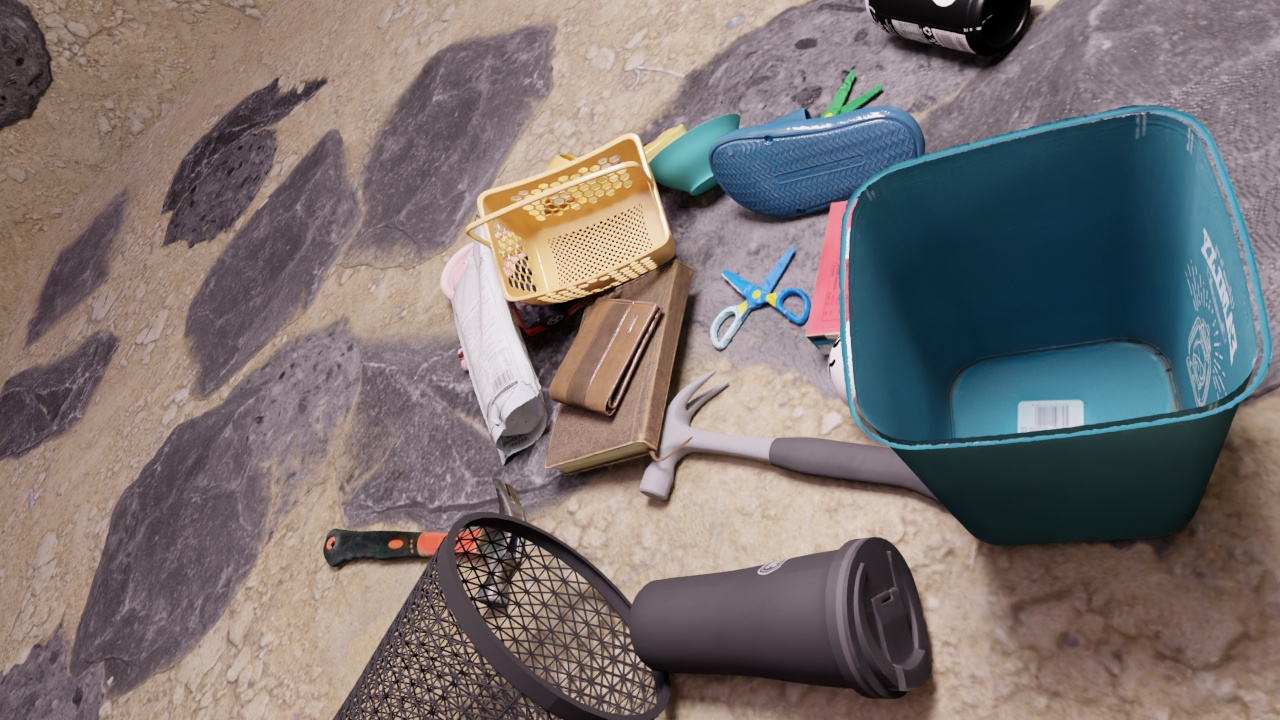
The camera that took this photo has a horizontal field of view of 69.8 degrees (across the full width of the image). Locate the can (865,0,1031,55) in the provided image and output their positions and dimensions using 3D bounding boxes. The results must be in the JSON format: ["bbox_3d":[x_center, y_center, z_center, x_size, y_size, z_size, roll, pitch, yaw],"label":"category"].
[{"bbox_3d":[0.294,-0.346,0.884,0.080,0.080,0.146,-51,42,1],"label":"can"}]

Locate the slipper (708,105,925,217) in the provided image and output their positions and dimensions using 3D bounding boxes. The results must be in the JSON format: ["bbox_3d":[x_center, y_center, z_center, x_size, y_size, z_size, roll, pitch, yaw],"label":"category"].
[{"bbox_3d":[0.169,-0.196,0.890,0.214,0.104,0.059,-3,39,32],"label":"slipper"}]

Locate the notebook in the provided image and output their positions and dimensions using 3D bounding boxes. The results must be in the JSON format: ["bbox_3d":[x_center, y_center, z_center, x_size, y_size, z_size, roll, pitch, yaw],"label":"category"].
[{"bbox_3d":[-0.007,0.005,0.915,0.191,0.034,0.215,-19,48,44],"label":"notebook"}]

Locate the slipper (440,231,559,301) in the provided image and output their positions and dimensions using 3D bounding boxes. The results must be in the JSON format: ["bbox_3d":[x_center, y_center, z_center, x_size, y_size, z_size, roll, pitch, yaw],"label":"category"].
[{"bbox_3d":[-0.175,-0.121,1.164,0.222,0.055,0.106,3,63,41],"label":"slipper"}]

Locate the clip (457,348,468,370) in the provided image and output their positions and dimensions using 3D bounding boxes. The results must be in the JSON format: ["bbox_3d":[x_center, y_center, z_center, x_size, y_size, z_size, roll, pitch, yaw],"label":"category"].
[{"bbox_3d":[-0.209,-0.015,1.148,0.050,0.023,0.058,20,82,46],"label":"clip"}]

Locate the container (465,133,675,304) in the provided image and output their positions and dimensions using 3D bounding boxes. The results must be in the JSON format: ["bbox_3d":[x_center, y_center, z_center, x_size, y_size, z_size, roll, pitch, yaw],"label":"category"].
[{"bbox_3d":[-0.067,-0.139,0.934,0.183,0.167,0.129,-19,77,12],"label":"container"}]

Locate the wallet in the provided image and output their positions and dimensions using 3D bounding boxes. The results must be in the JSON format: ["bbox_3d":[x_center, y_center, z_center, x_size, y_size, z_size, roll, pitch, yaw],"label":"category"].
[{"bbox_3d":[-0.035,-0.007,0.906,0.099,0.027,0.121,9,68,52],"label":"wallet"}]

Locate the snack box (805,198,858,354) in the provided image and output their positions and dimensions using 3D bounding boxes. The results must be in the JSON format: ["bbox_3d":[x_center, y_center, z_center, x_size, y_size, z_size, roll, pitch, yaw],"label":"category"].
[{"bbox_3d":[0.225,-0.080,0.791,0.145,0.040,0.142,-4,60,39],"label":"snack box"}]

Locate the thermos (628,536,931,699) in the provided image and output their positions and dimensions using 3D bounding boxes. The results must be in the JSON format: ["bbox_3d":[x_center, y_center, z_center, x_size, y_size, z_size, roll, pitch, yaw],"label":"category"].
[{"bbox_3d":[0.095,0.193,0.680,0.219,0.105,0.105,-16,52,40],"label":"thermos"}]

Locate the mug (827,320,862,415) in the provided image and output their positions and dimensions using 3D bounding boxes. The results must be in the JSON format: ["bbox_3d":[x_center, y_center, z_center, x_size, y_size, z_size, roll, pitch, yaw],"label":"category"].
[{"bbox_3d":[0.194,-0.004,0.708,0.090,0.124,0.076,18,59,11],"label":"mug"}]

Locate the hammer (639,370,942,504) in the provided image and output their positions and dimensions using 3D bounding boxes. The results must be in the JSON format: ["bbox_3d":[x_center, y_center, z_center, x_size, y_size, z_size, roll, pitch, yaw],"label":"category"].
[{"bbox_3d":[0.134,0.076,0.774,0.312,0.029,0.124,4,66,42],"label":"hammer"}]

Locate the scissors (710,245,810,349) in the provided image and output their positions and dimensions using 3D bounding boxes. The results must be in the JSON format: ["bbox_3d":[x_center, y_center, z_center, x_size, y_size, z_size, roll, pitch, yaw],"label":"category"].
[{"bbox_3d":[0.115,-0.059,0.898,0.130,0.013,0.125,-47,43,2],"label":"scissors"}]

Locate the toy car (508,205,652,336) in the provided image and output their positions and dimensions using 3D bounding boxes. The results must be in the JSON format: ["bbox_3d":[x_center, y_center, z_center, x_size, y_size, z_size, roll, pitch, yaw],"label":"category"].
[{"bbox_3d":[-0.068,-0.106,1.045,0.189,0.056,0.081,-32,75,12],"label":"toy car"}]

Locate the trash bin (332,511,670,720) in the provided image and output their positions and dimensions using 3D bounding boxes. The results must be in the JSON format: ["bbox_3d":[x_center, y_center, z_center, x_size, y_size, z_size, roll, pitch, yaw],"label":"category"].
[{"bbox_3d":[-0.137,0.288,0.745,0.243,0.216,0.217,-51,41,11],"label":"trash bin"}]

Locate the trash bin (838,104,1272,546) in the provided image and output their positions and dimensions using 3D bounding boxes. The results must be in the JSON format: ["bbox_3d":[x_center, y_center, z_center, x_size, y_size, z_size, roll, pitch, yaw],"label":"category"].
[{"bbox_3d":[0.249,0.004,0.562,0.200,0.218,0.196,-9,57,26],"label":"trash bin"}]

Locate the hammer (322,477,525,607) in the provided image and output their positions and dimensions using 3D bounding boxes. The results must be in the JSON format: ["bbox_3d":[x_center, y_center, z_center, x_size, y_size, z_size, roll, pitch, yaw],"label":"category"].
[{"bbox_3d":[-0.254,0.206,1.029,0.334,0.033,0.132,-11,57,37],"label":"hammer"}]

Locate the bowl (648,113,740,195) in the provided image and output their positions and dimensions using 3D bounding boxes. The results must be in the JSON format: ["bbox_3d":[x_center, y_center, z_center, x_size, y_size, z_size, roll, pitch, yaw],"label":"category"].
[{"bbox_3d":[0.067,-0.214,1.001,0.121,0.121,0.046,-31,85,22],"label":"bowl"}]

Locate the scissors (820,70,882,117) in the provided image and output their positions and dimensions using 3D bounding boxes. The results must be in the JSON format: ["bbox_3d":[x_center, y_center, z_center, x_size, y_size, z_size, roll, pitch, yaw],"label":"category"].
[{"bbox_3d":[0.192,-0.253,0.962,0.117,0.012,0.129,15,74,46],"label":"scissors"}]

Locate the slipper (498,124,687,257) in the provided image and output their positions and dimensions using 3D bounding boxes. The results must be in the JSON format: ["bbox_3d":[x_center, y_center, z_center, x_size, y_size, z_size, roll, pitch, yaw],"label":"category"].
[{"bbox_3d":[-0.066,-0.212,1.074,0.263,0.078,0.099,-30,12,6],"label":"slipper"}]

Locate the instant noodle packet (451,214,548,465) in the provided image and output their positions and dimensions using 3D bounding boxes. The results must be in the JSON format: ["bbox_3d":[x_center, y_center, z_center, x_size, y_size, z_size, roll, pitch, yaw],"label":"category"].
[{"bbox_3d":[-0.169,-0.026,1.056,0.147,0.057,0.269,-59,41,39],"label":"instant noodle packet"}]
